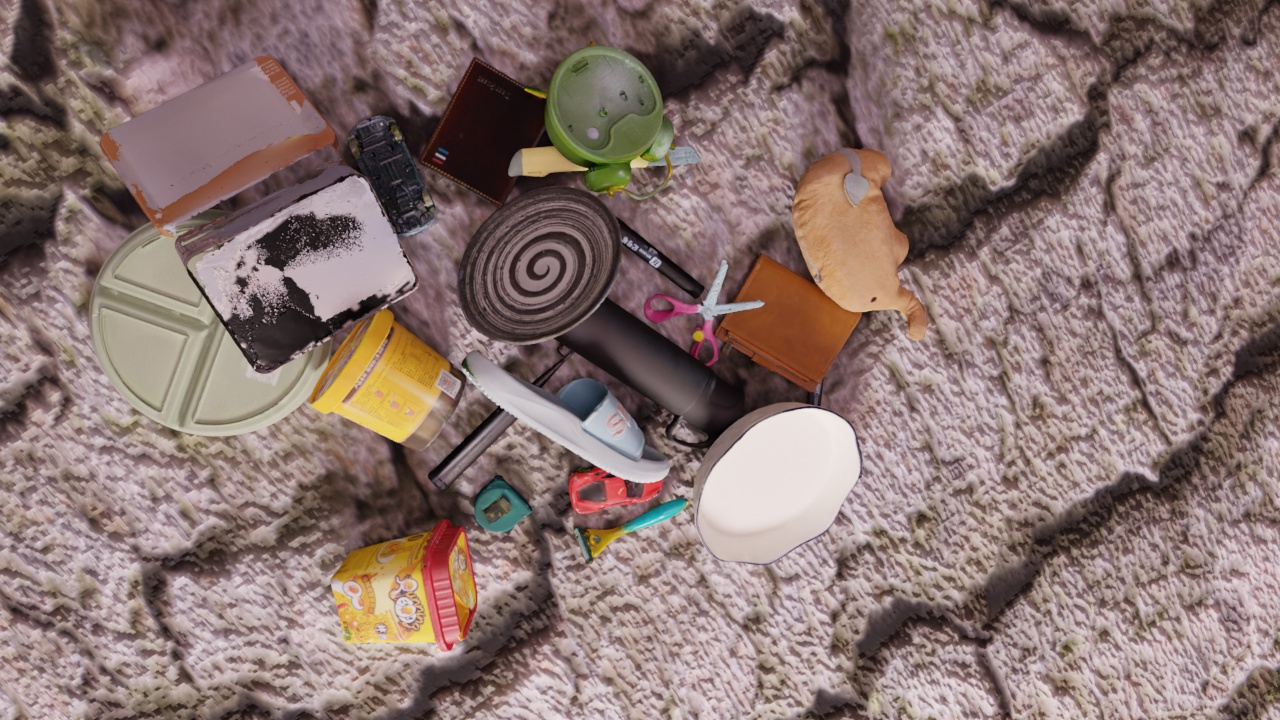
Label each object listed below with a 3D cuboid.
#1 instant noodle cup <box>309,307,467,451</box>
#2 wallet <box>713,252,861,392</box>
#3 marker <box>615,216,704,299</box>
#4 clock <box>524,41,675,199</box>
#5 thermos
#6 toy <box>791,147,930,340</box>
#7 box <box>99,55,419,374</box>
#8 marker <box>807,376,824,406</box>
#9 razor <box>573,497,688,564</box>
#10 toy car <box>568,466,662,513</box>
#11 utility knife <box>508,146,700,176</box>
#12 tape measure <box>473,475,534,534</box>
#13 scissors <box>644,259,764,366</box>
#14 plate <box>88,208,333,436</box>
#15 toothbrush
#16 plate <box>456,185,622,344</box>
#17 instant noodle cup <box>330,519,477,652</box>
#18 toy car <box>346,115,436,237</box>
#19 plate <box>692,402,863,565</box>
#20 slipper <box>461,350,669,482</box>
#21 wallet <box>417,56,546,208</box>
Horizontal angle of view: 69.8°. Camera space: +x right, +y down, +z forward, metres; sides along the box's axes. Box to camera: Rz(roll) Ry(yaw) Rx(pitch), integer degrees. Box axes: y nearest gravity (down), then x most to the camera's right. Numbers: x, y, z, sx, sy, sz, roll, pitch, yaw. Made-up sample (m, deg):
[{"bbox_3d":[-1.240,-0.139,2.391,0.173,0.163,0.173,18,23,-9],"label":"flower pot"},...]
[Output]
[{"bbox_3d":[-0.245,0.023,0.911,0.114,0.118,0.118,35,92,-22],"label":"instant noodle cup"},{"bbox_3d":[0.158,-0.035,1.008,0.130,0.035,0.119,31,97,-4],"label":"wallet"},{"bbox_3d":[0.013,-0.111,0.980,0.132,0.022,0.020,36,99,-14],"label":"marker"},{"bbox_3d":[-0.030,-0.233,0.914,0.116,0.056,0.161,-41,98,-19],"label":"clock"},{"bbox_3d":[-0.006,0.006,0.970,0.242,0.068,0.089,34,73,-14],"label":"thermos"},{"bbox_3d":[0.239,-0.116,0.989,0.143,0.082,0.226,-26,104,-19],"label":"toy"},{"bbox_3d":[-0.344,-0.138,0.839,0.179,0.133,0.271,-34,98,-18],"label":"box"},{"bbox_3d":[0.201,0.012,1.042,0.018,0.015,0.124,2,100,-9],"label":"marker"},{"bbox_3d":[-0.007,0.183,1.027,0.132,0.028,0.043,-23,73,-3],"label":"razor"},{"bbox_3d":[-0.026,0.138,1.015,0.106,0.031,0.049,-9,103,-11],"label":"toy car"},{"bbox_3d":[-0.034,-0.209,0.948,0.208,0.021,0.031,-6,100,-12],"label":"utility knife"},{"bbox_3d":[-0.153,0.160,0.997,0.054,0.025,0.058,-43,104,-2],"label":"tape measure"},{"bbox_3d":[0.063,-0.053,0.980,0.131,0.017,0.134,21,124,6],"label":"scissors"},{"bbox_3d":[-0.424,-0.034,0.909,0.230,0.027,0.230,-2,101,-10],"label":"plate"},{"bbox_3d":[-0.143,0.056,0.979,0.212,0.026,0.027,-45,104,-3],"label":"toothbrush"},{"bbox_3d":[-0.100,-0.093,0.913,0.180,0.024,0.179,-8,64,16],"label":"plate"},{"bbox_3d":[-0.245,0.237,0.956,0.124,0.116,0.116,-8,102,3],"label":"instant noodle cup"},{"bbox_3d":[-0.246,-0.182,0.911,0.054,0.037,0.120,-24,94,-6],"label":"toy car"},{"bbox_3d":[0.146,0.132,1.008,0.204,0.045,0.205,-13,122,-21],"label":"plate"},{"bbox_3d":[-0.070,0.048,0.943,0.245,0.104,0.074,32,88,-25],"label":"slipper"},{"bbox_3d":[-0.154,-0.229,0.929,0.096,0.020,0.122,29,92,-14],"label":"wallet"}]
